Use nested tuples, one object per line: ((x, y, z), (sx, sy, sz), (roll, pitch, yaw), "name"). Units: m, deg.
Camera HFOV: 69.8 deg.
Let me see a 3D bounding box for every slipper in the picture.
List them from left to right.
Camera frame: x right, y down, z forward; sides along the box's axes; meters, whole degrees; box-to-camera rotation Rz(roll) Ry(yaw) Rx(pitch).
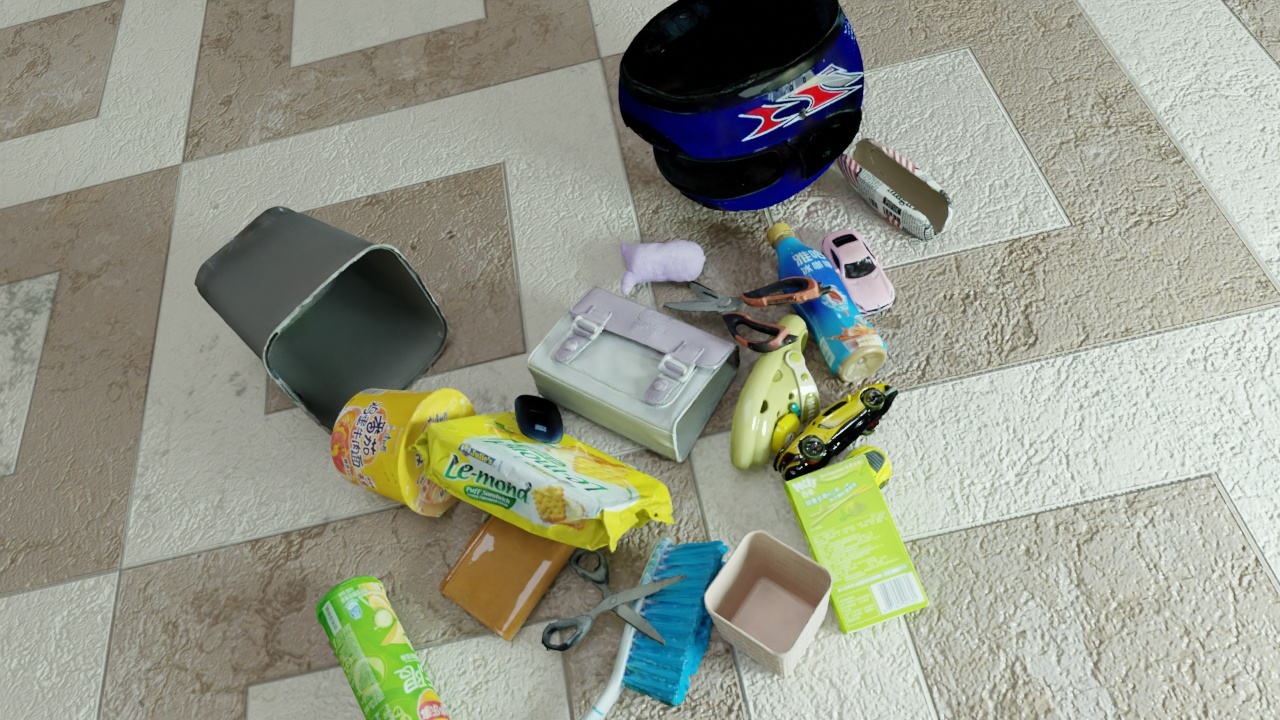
((0.155, 0.035, 0.982), (0.082, 0.092, 0.190), (17, 60, 18), "slipper")

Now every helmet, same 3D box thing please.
((0.120, -0.297, 1.101), (0.314, 0.241, 0.247), (-38, 55, -23), "helmet")

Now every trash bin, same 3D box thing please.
((-0.389, -0.059, 1.095), (0.220, 0.199, 0.198), (29, 67, 32), "trash bin")

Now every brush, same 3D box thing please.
((-0.010, 0.309, 0.866), (0.109, 0.060, 0.313), (10, 63, 23), "brush")

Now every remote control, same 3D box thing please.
((-0.111, 0.059, 1.006), (0.053, 0.136, 0.024), (15, 101, -14), "remote control")

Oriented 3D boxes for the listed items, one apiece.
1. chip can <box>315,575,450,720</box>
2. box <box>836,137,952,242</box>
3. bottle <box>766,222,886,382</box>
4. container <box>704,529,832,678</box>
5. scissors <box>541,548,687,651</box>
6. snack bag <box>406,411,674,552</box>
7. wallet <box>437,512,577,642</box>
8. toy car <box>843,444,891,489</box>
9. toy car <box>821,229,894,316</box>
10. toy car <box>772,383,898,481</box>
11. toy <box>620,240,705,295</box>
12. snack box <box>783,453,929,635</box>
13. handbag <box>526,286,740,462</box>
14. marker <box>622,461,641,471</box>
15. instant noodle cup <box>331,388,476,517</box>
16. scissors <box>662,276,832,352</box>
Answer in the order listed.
((-0.246, 0.311, 0.895), (0.072, 0.073, 0.221), (-34, 59, -11), "chip can")
((0.297, -0.200, 1.116), (0.080, 0.075, 0.163), (-30, 59, -21), "box")
((0.204, -0.075, 1.054), (0.065, 0.065, 0.218), (-22, 56, -3), "bottle")
((0.120, 0.230, 0.850), (0.090, 0.111, 0.090), (28, 67, 25), "container")
((-0.031, 0.237, 0.893), (0.159, 0.014, 0.181), (-47, 34, 2), "scissors")
((-0.097, 0.125, 0.944), (0.247, 0.157, 0.068), (22, 101, 24), "snack bag")
((-0.138, 0.211, 0.960), (0.108, 0.031, 0.131), (26, 69, 26), "wallet")
((0.213, 0.129, 0.943), (0.105, 0.032, 0.048), (-41, 60, -13), "toy car")
((0.255, -0.107, 1.082), (0.056, 0.037, 0.122), (-21, 58, 0), "toy car")
((0.205, 0.074, 0.957), (0.155, 0.071, 0.041), (-35, 62, -14), "toy car")
((0.026, -0.119, 1.132), (0.108, 0.039, 0.083), (-3, 58, 7), "toy")
((0.208, 0.178, 0.895), (0.086, 0.026, 0.156), (-20, 71, -1), "snack box")
((-0.006, 0.006, 1.031), (0.197, 0.098, 0.144), (24, 60, 23), "handbag")
((-0.061, 0.103, 1.023), (0.146, 0.017, 0.016), (22, 65, 23), "marker")
((-0.261, 0.092, 1.006), (0.110, 0.138, 0.137), (7, 59, 25), "instant noodle cup")
((0.115, -0.061, 1.036), (0.222, 0.015, 0.189), (-18, 33, 19), "scissors")
